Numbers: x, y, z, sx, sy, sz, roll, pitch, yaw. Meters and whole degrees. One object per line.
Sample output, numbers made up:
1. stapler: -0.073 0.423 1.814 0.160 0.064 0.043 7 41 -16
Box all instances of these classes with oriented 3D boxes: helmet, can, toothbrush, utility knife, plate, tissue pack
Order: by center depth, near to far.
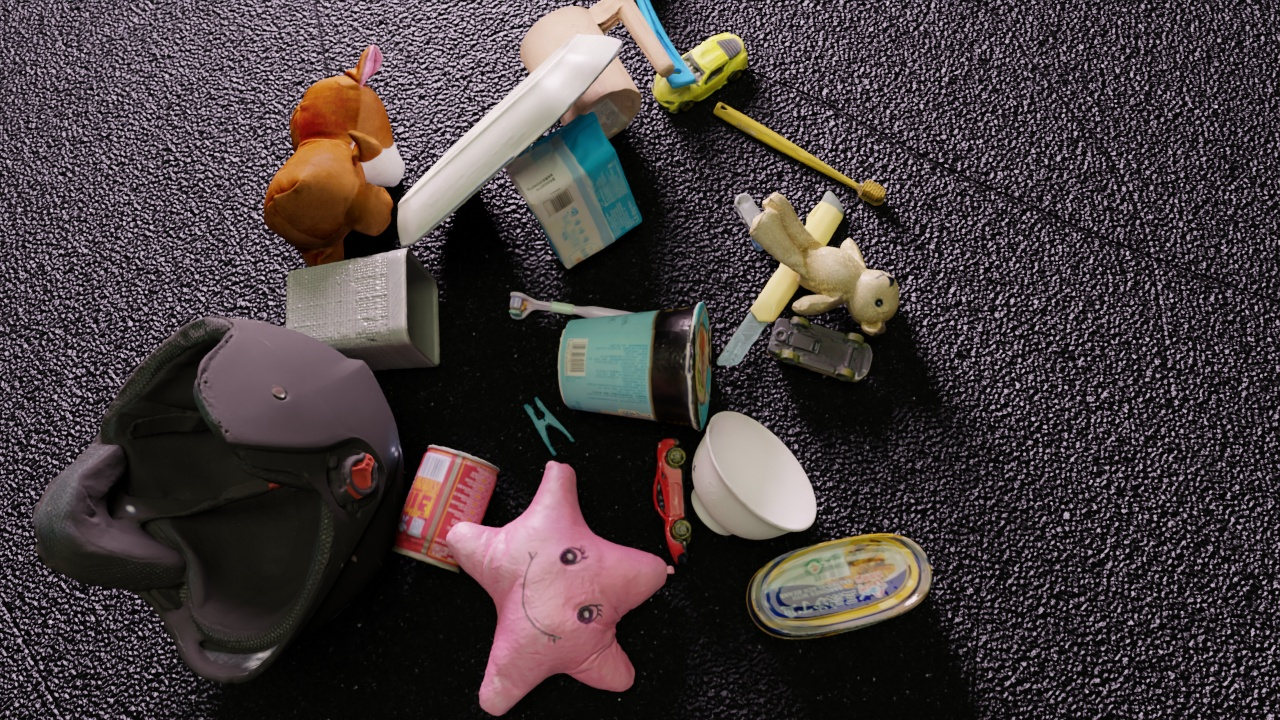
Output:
1. helmet: -0.296 0.099 0.715 0.234 0.229 0.274 -30 76 25
2. can: 0.161 0.184 0.750 0.148 0.049 0.074 -12 72 -1
3. can: -0.166 0.126 0.780 0.066 0.066 0.093 16 74 8
4. plate: -0.125 -0.197 0.803 0.266 0.161 0.034 -33 112 28
5. tissue pack: -0.058 -0.152 0.826 0.090 0.140 0.063 -33 60 -2
6. utility knife: 0.133 -0.075 0.850 0.031 0.021 0.206 32 70 10
7. toothbrush: -0.029 -0.040 0.850 0.189 0.029 0.021 8 35 5
8. toothbrush: 0.154 -0.203 0.891 0.190 0.017 0.015 33 76 13

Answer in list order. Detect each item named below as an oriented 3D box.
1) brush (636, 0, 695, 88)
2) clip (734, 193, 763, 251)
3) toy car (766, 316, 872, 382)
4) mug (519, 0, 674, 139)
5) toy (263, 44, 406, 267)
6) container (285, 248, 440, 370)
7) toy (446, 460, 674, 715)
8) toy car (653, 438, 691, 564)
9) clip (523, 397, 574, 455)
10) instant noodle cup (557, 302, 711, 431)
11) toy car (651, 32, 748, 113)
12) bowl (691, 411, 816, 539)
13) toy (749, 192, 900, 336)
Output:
1. brush: 0.001 -0.373 0.932 0.083 0.046 0.254 -17 68 -9
2. clip: 0.108 -0.132 0.872 0.025 0.033 0.057 -30 80 -4
3. toy car: 0.160 -0.008 0.819 0.090 0.035 0.042 17 76 8
4. mug: -0.040 -0.286 0.890 0.125 0.084 0.103 -32 75 8
5. toy: -0.278 -0.188 0.863 0.140 0.130 0.199 -30 55 34
6. container: -0.251 -0.040 0.828 0.114 0.090 0.090 -7 71 4
7. toy: -0.061 0.179 0.751 0.178 0.075 0.194 -10 81 -14
8. toy car: 0.027 0.120 0.779 0.031 0.049 0.106 -6 72 2
9. clip: -0.084 0.058 0.825 0.040 0.014 0.056 -37 73 -9
10. instant noodle cup: -0.005 0.005 0.796 0.120 0.111 0.111 1 72 13
11. toy car: 0.058 -0.290 0.917 0.105 0.032 0.048 -34 74 -5
12. bowl: 0.082 0.108 0.764 0.065 0.118 0.118 -47 71 29
13. toy: 0.166 -0.088 0.821 0.157 0.066 0.104 39 53 -1
